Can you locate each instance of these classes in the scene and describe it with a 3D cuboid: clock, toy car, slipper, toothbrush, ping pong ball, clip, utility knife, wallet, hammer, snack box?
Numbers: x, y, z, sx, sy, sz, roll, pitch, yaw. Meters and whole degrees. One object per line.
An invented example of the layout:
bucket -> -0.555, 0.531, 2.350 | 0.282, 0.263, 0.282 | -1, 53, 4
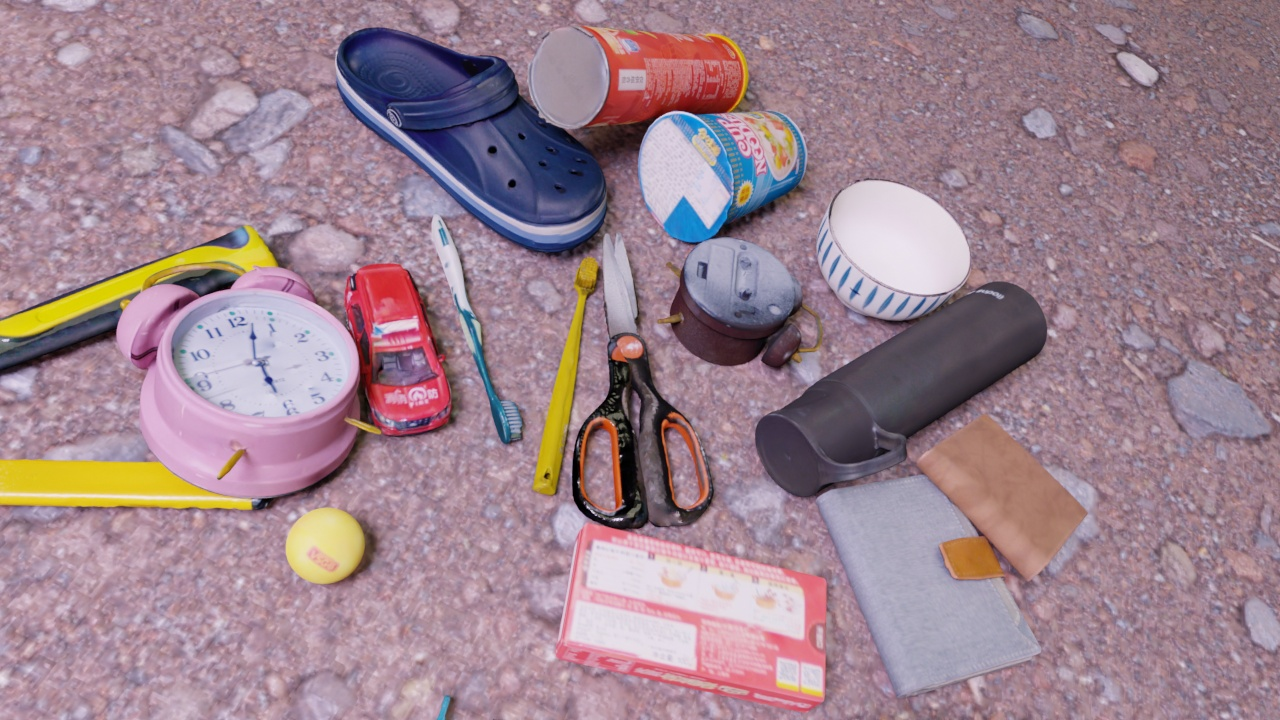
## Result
clock -> 0.075, -0.038, 0.657 | 0.122, 0.055, 0.081 | 15, 52, -7
toy car -> -0.154, -0.009, 0.574 | 0.052, 0.045, 0.120 | -12, 62, -22
slipper -> -0.121, -0.183, 0.678 | 0.253, 0.095, 0.104 | 37, 56, 15
clock -> -0.225, 0.000, 0.521 | 0.117, 0.060, 0.158 | -18, 58, -42
toothbrush -> -0.112, -0.027, 0.617 | 0.018, 0.016, 0.191 | -4, 57, -32
ping pong ball -> -0.169, 0.099, 0.493 | 0.040, 0.040, 0.040 | 8, 54, -11
clip -> -0.097, 0.199, 0.461 | 0.034, 0.013, 0.054 | 28, 50, 4
utility knife -> -0.285, 0.066, 0.497 | 0.176, 0.015, 0.033 | 4, 47, -14
wallet -> 0.250, 0.088, 0.627 | 0.115, 0.020, 0.101 | -16, 59, -48
wallet -> 0.182, 0.134, 0.578 | 0.106, 0.037, 0.129 | -7, 58, -21
hammer -> -0.367, -0.009, 0.516 | 0.322, 0.032, 0.126 | -30, 69, -32
snack box -> 0.032, 0.148, 0.529 | 0.153, 0.026, 0.075 | 14, 52, -7
toothbrush -> -0.048, 0.003, 0.613 | 0.015, 0.017, 0.189 | 14, 53, -8

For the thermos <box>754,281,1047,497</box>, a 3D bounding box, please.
thermos -> 0.194, 0.020, 0.637 | 0.241, 0.068, 0.090 | -27, 32, -30

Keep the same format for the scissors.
scissors -> -0.021, 0.004, 0.609 | 0.139, 0.022, 0.235 | -19, 67, -25

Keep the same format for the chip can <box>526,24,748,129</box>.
chip can -> 0.007, -0.218, 0.708 | 0.073, 0.073, 0.216 | 43, 33, 14

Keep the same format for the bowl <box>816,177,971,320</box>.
bowl -> 0.187, -0.076, 0.711 | 0.116, 0.066, 0.116 | 8, 55, -11

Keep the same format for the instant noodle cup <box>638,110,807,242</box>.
instant noodle cup -> 0.070, -0.153, 0.719 | 0.109, 0.099, 0.099 | -25, 66, -38
